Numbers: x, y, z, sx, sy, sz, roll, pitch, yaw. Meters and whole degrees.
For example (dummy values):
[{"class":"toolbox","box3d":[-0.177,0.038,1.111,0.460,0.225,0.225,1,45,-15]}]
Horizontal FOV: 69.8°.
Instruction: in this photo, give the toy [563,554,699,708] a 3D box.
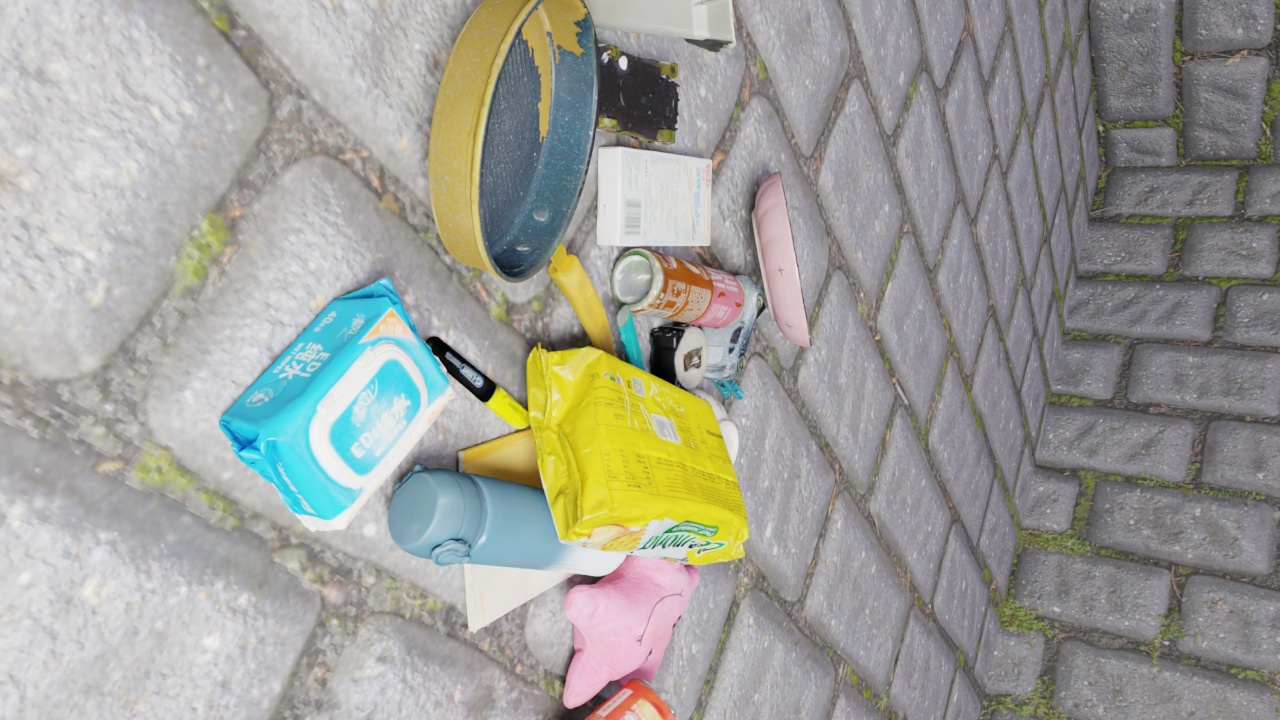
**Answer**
[{"class":"toy","box3d":[-0.002,0.236,0.845,0.194,0.075,0.179,-31,130,-45]}]

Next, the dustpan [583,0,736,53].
[{"class":"dustpan","box3d":[0.039,-0.352,0.698,0.142,0.258,0.223,-18,112,-29]}]

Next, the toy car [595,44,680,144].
[{"class":"toy car","box3d":[-0.012,-0.224,0.776,0.157,0.042,0.070,-7,101,-57]}]

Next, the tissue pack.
[{"class":"tissue pack","box3d":[-0.177,0.027,0.556,0.139,0.063,0.090,-56,138,-34]}]

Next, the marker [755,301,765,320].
[{"class":"marker","box3d":[0.104,-0.029,1.008,0.130,0.018,0.023,-48,125,-42]}]

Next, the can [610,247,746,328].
[{"class":"can","box3d":[0.038,-0.065,0.855,0.147,0.058,0.058,8,89,-52]}]

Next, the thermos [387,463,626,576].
[{"class":"thermos","box3d":[-0.091,0.124,0.681,0.220,0.070,0.070,23,76,-55]}]

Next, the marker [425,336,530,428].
[{"class":"marker","box3d":[-0.119,0.018,0.685,0.124,0.015,0.018,48,54,-47]}]

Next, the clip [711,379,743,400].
[{"class":"clip","box3d":[0.092,0.026,0.999,0.057,0.046,0.014,51,56,-46]}]

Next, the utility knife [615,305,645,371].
[{"class":"utility knife","box3d":[-0.005,0.005,0.835,0.160,0.013,0.029,76,26,-48]}]

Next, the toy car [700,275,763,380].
[{"class":"toy car","box3d":[0.088,-0.035,0.950,0.037,0.054,0.120,48,57,-51]}]

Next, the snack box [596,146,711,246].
[{"class":"snack box","box3d":[0.016,-0.148,0.846,0.156,0.027,0.085,-11,104,-55]}]

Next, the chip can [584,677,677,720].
[{"class":"chip can","box3d":[-0.063,0.349,0.739,0.216,0.073,0.073,-32,122,-34]}]

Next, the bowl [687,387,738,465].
[{"class":"bowl","box3d":[0.059,0.084,0.923,0.113,0.062,0.113,-13,107,-53]}]

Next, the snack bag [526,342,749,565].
[{"class":"snack bag","box3d":[0.004,0.079,0.757,0.246,0.068,0.158,24,43,-53]}]

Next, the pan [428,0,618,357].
[{"class":"pan","box3d":[-0.062,-0.100,0.687,0.358,0.078,0.197,88,22,-53]}]

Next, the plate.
[{"class":"plate","box3d":[0.151,-0.107,0.998,0.192,0.039,0.192,-10,89,-80]}]

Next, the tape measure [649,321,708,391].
[{"class":"tape measure","box3d":[0.038,-0.004,0.900,0.065,0.034,0.066,-24,117,-52]}]

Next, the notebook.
[{"class":"notebook","box3d":[-0.075,0.122,0.774,0.205,0.010,0.146,-16,108,-54]}]
